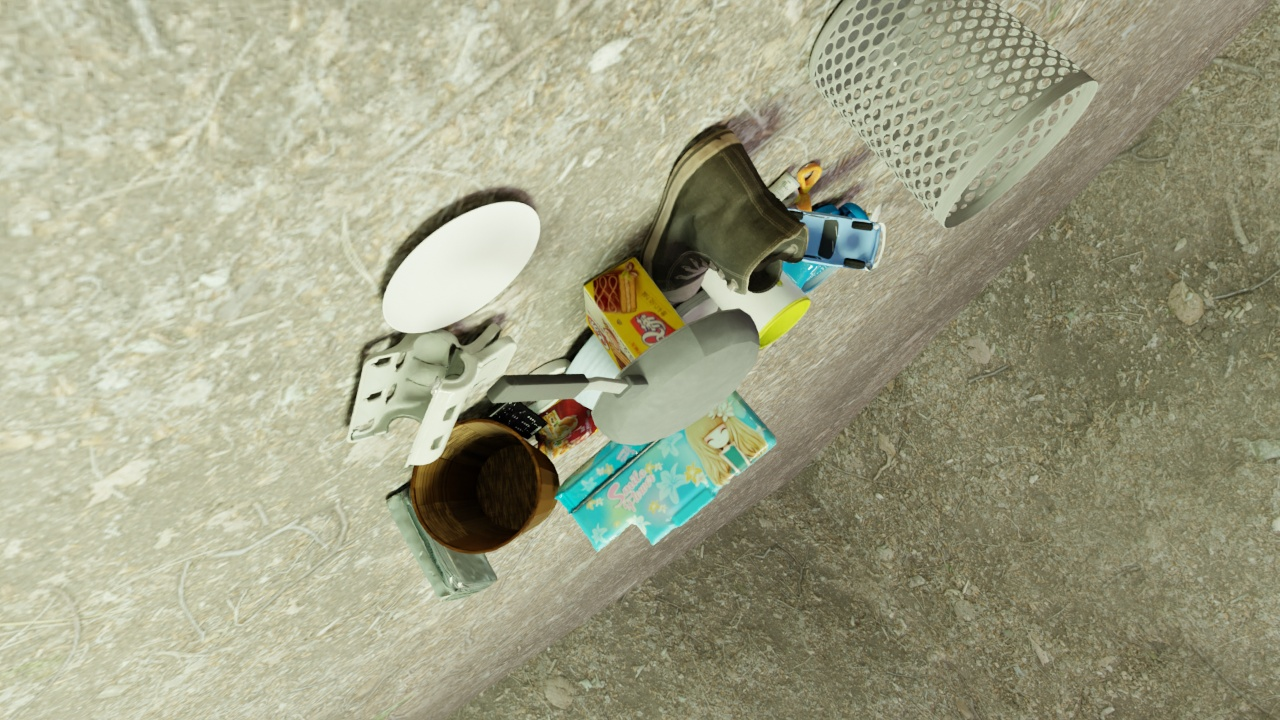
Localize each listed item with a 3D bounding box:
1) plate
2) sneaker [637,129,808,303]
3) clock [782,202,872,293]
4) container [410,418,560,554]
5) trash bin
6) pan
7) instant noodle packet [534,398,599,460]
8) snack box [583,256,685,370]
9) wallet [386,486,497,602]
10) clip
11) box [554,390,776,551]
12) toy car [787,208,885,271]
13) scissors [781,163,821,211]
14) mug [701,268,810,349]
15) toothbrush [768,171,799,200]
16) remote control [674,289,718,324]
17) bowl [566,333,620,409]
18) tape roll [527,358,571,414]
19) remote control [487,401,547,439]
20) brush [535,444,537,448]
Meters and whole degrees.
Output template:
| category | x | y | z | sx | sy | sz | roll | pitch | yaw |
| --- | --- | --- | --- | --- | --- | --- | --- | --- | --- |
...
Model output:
| category | x | y | z | sx | sy | sz | roll | pitch | yaw |
| --- | --- | --- | --- | --- | --- | --- | --- | --- | --- |
| plate | -0.133 | -0.070 | 0.676 | 0.134 | 0.011 | 0.135 | -35 | 163 | -13 |
| sneaker | 0.075 | -0.097 | 0.862 | 0.095 | 0.120 | 0.235 | -30 | 164 | -28 |
| clock | 0.231 | -0.146 | 1.163 | 0.161 | 0.060 | 0.117 | -33 | 162 | -25 |
| container | -0.153 | 0.135 | 0.982 | 0.132 | 0.132 | 0.167 | -39 | 169 | 0 |
| trash bin | 0.253 | -0.232 | 0.776 | 0.156 | 0.183 | 0.157 | -35 | 163 | -13 |
| pan | -0.005 | 0.024 | 0.782 | 0.179 | 0.041 | 0.356 | -43 | 160 | 24 |
| instant noodle packet | -0.073 | 0.065 | 1.107 | 0.135 | 0.039 | 0.099 | -33 | 155 | -18 |
| snack box | -0.003 | -0.031 | 0.887 | 0.061 | 0.105 | 0.084 | -31 | 161 | -13 |
| wallet | -0.212 | 0.195 | 0.987 | 0.054 | 0.131 | 0.100 | -38 | 163 | 9 |
| clip | -0.161 | 0.030 | 0.764 | 0.151 | 0.104 | 0.127 | -14 | 154 | -35 |
| box | 0.014 | 0.100 | 0.999 | 0.227 | 0.171 | 0.084 | -41 | 123 | 3 |
| toy car | 0.197 | -0.137 | 1.023 | 0.055 | 0.153 | 0.056 | -132 | -130 | -71 |
| scissors | 0.182 | -0.183 | 1.047 | 0.065 | 0.013 | 0.128 | -39 | 162 | 3 |
| mug | 0.128 | -0.078 | 1.041 | 0.082 | 0.106 | 0.083 | -35 | 163 | -13 |
| toothbrush | 0.095 | -0.131 | 0.984 | 0.186 | 0.022 | 0.024 | -42 | -157 | 10 |
| remote control | 0.058 | -0.041 | 1.141 | 0.074 | 0.019 | 0.151 | -33 | 163 | -20 |
| bowl | -0.006 | 0.006 | 1.004 | 0.150 | 0.075 | 0.151 | -43 | 166 | -14 |
| tape roll | -0.109 | 0.034 | 0.990 | 0.093 | 0.013 | 0.093 | -36 | 162 | -13 |
| remote control | -0.129 | 0.062 | 0.976 | 0.030 | 0.009 | 0.140 | -39 | 163 | -2 |
| brush | -0.117 | 0.108 | 1.162 | 0.135 | 0.015 | 0.050 | -33 | 161 | -20 |
